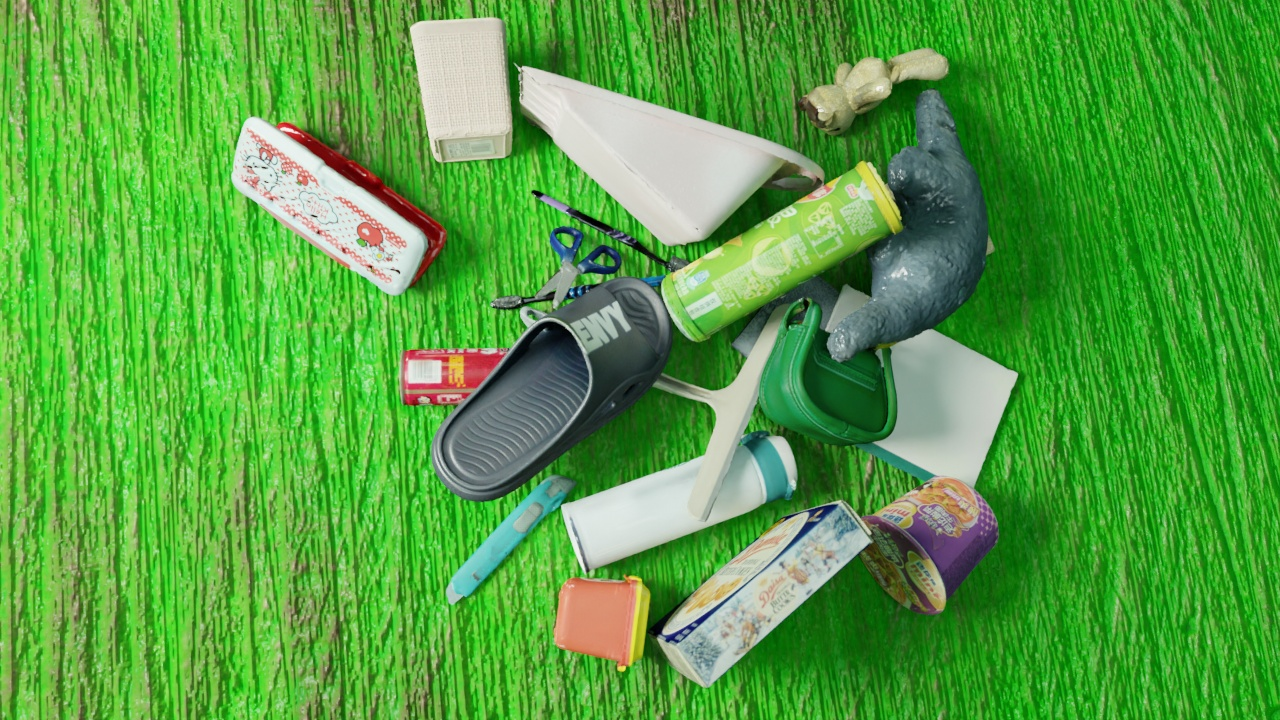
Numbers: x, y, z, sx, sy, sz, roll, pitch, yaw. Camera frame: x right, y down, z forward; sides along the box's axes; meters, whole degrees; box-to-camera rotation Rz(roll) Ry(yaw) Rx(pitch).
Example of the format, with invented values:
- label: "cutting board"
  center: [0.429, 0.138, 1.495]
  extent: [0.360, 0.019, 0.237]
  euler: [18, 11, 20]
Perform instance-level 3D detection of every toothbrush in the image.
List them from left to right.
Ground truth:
- label: "toothbrush"
  center: [-0.055, -0.069, 0.913]
  extent: [0.189, 0.016, 0.014]
  euler: [-9, 83, -10]
- label: "toothbrush"
  center: [-0.026, -0.129, 0.927]
  extent: [0.189, 0.017, 0.014]
  euler: [28, 52, -1]

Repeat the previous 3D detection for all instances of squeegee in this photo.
- label: "squeegee"
  center: [-0.005, 0.005, 0.889]
  extent: [0.246, 0.039, 0.245]
  euler: [22, 64, 8]

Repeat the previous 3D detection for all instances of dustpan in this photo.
- label: "dustpan"
  center: [0.027, -0.209, 0.853]
  extent: [0.273, 0.222, 0.139]
  euler: [42, 89, -12]

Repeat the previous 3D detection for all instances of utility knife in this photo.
- label: "utility knife"
  center: [-0.123, 0.166, 0.863]
  extent: [0.029, 0.013, 0.161]
  euler: [43, 77, 2]

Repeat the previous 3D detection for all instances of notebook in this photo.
- label: "notebook"
  center: [0.271, 0.033, 0.935]
  extent: [0.209, 0.012, 0.150]
  euler: [27, 77, -7]

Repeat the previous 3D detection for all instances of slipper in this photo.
- label: "slipper"
  center: [-0.067, 0.016, 0.804]
  extent: [0.110, 0.083, 0.267]
  euler: [45, 67, 8]

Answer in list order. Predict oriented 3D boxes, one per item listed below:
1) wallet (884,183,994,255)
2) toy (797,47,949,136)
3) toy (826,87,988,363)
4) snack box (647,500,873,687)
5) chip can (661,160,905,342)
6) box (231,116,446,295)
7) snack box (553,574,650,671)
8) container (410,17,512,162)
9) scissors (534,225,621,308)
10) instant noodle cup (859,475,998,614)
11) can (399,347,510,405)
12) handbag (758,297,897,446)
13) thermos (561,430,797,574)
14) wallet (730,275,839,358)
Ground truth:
- label: "wallet"
  center: [0.320, -0.151, 0.977]
  extent: [0.087, 0.024, 0.115]
  euler: [-24, 83, -6]
- label: "toy"
  center: [0.247, -0.287, 0.964]
  extent: [0.157, 0.105, 0.066]
  euler: [-23, 128, 0]
- label: "toy"
  center: [0.277, -0.123, 0.898]
  extent: [0.138, 0.092, 0.355]
  euler: [32, 62, -17]
- label: "snack box"
  center: [0.097, 0.201, 0.803]
  extent: [0.182, 0.178, 0.046]
  euler: [-38, 84, -14]
- label: "chip can"
  center: [0.124, -0.095, 0.835]
  extent: [0.222, 0.072, 0.072]
  euler: [-29, 85, 15]
- label: "box"
  center: [-0.285, -0.148, 0.856]
  extent: [0.201, 0.092, 0.094]
  euler: [35, 78, -1]
- label: "snack box"
  center: [-0.035, 0.233, 0.827]
  extent: [0.080, 0.091, 0.082]
  euler: [7, 79, 0]
- label: "container"
  center: [-0.171, -0.259, 0.894]
  extent: [0.090, 0.090, 0.111]
  euler: [-6, 84, -9]
- label: "scissors"
  center: [-0.073, -0.091, 0.856]
  extent: [0.128, 0.172, 0.012]
  euler: [42, 120, 23]
- label: "instant noodle cup"
  center: [0.277, 0.168, 0.876]
  extent: [0.099, 0.112, 0.111]
  euler: [-33, 86, -21]
- label: "can"
  center: [-0.157, 0.015, 0.864]
  extent: [0.132, 0.053, 0.053]
  euler: [-1, 80, -8]
- label: "handbag"
  center: [0.180, 0.015, 0.862]
  extent: [0.131, 0.068, 0.120]
  euler: [21, 72, -25]
- label: "thermos"
  center: [0.040, 0.128, 0.867]
  extent: [0.224, 0.073, 0.073]
  euler: [-18, 83, -11]
- label: "wallet"
  center: [0.164, -0.029, 0.937]
  extent: [0.097, 0.019, 0.120]
  euler: [40, 76, -2]
